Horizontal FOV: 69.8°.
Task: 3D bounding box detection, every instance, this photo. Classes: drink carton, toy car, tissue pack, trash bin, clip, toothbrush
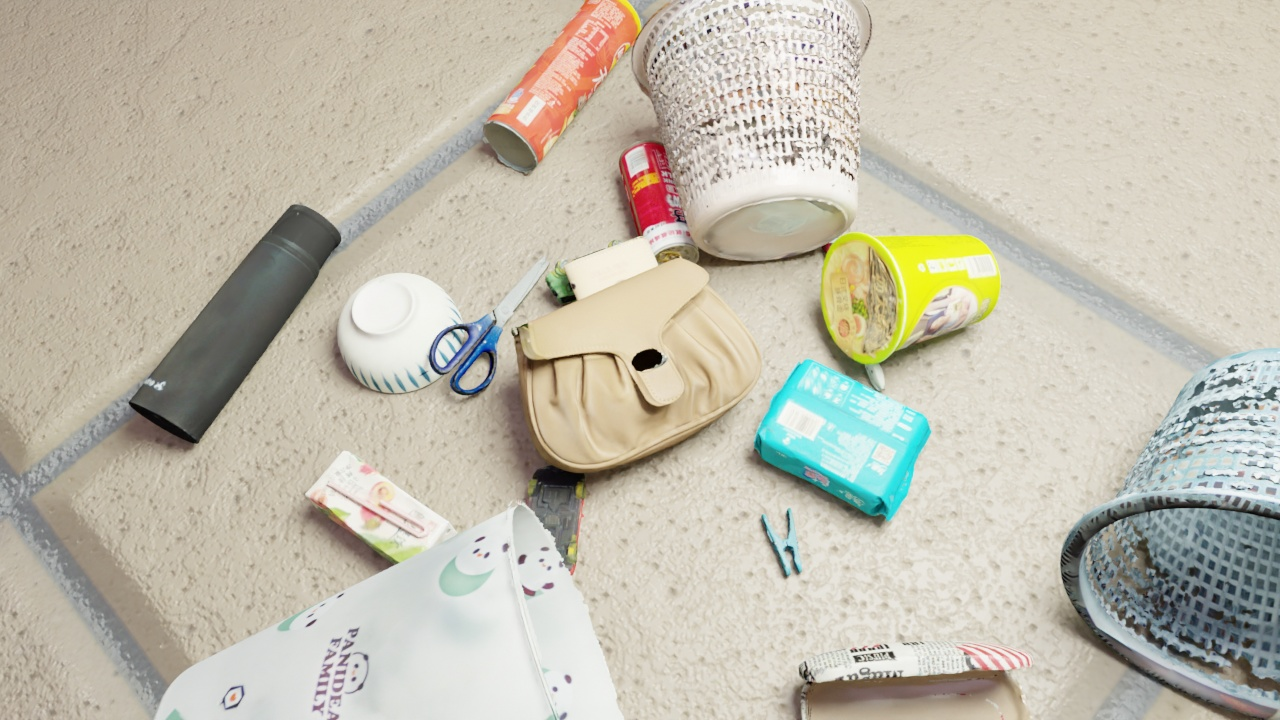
[{"bbox_3d":[-0.217,0.130,0.772,0.122,0.045,0.053,29,67,19],"label":"drink carton"},{"bbox_3d":[-0.045,-0.084,0.872,0.091,0.043,0.036,-24,76,2],"label":"toy car"},{"bbox_3d":[0.169,0.065,0.765,0.133,0.050,0.093,27,66,19],"label":"tissue pack"},{"bbox_3d":[0.111,-0.206,0.842,0.227,0.227,0.192,-6,73,2],"label":"trash bin"},{"bbox_3d":[-0.156,0.246,0.613,0.252,0.230,0.229,-22,61,0],"label":"trash bin"},{"bbox_3d":[-0.072,0.133,0.763,0.049,0.031,0.106,2,49,3],"label":"toy car"},{"bbox_3d":[0.440,0.106,0.639,0.227,0.227,0.194,28,55,19],"label":"trash bin"},{"bbox_3d":[0.117,0.148,0.746,0.039,0.014,0.056,-12,59,0],"label":"clip"},{"bbox_3d":[0.196,-0.054,0.848,0.017,0.016,0.187,-8,60,-10],"label":"toothbrush"}]

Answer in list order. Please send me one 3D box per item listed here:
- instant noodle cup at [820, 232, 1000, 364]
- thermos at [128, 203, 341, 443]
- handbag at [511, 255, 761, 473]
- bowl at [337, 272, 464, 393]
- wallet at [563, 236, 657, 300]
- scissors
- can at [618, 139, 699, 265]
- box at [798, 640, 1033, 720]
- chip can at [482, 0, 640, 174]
[{"bbox_3d":[0.237,-0.061,0.792,0.123,0.112,0.111,-11,59,-24],"label":"instant noodle cup"},{"bbox_3d":[-0.384,-0.039,0.879,0.090,0.068,0.241,0,53,43],"label":"thermos"},{"bbox_3d":[-0.005,0.005,0.771,0.204,0.100,0.147,-25,83,-14],"label":"handbag"},{"bbox_3d":[-0.228,-0.035,0.852,0.116,0.066,0.116,-3,62,5],"label":"bowl"},{"bbox_3d":[-0.009,-0.049,0.839,0.087,0.024,0.115,-21,87,-7],"label":"wallet"},{"bbox_3d":[-0.126,-0.033,0.867,0.174,0.012,0.108,-27,97,-36],"label":"scissors"},{"bbox_3d":[0.018,-0.149,0.896,0.053,0.053,0.132,-14,61,-2],"label":"can"},{"bbox_3d":[0.195,0.229,0.652,0.163,0.088,0.076,-5,43,6],"label":"box"},{"bbox_3d":[-0.081,-0.300,0.979,0.073,0.073,0.216,25,66,18],"label":"chip can"}]
